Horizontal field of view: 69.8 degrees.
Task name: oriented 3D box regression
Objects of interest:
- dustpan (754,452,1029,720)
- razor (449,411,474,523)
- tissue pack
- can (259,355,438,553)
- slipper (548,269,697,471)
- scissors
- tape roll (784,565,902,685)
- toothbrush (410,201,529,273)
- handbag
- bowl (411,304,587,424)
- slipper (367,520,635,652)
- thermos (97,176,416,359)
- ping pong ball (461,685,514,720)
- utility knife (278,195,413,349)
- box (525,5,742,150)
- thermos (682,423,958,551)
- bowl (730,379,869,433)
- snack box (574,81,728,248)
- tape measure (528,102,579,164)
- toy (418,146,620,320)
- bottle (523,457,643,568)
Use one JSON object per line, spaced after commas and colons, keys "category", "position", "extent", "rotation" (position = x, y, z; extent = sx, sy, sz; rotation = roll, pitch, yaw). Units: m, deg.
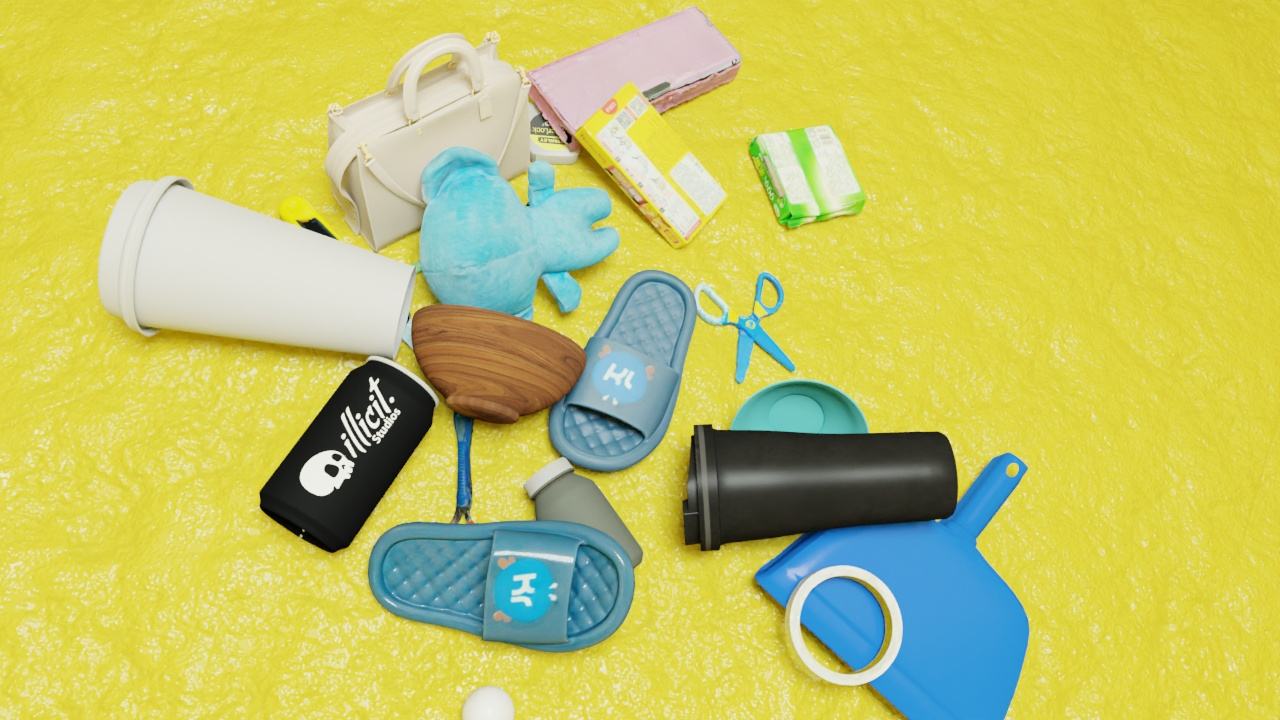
{"category": "dustpan", "position": [0.269, 0.180, 0.810], "extent": [0.245, 0.060, 0.257], "rotation": [41, 76, 7]}
{"category": "razor", "position": [-0.149, 0.103, 0.778], "extent": [0.044, 0.018, 0.140], "rotation": [-7, 65, 10]}
{"category": "tissue pack", "position": [0.173, -0.195, 0.959], "extent": [0.099, 0.034, 0.114], "rotation": [-12, 70, -19]}
{"category": "can", "position": [-0.232, 0.074, 0.739], "extent": [0.080, 0.080, 0.145], "rotation": [30, 65, 2]}
{"category": "slipper", "position": [-0.005, 0.005, 0.827], "extent": [0.104, 0.059, 0.213], "rotation": [27, 64, -2]}
{"category": "scissors", "position": [0.099, -0.037, 0.889], "extent": [0.125, 0.016, 0.125], "rotation": [13, 65, -2]}
{"category": "tape roll", "position": [0.166, 0.216, 0.751], "extent": [0.094, 0.019, 0.094], "rotation": [1, 74, -5]}
{"category": "toothbrush", "position": [-0.160, -0.117, 0.869], "extent": [0.187, 0.017, 0.014], "rotation": [-32, 79, -20]}
{"category": "handbag", "position": [-0.183, -0.207, 0.801], "extent": [0.194, 0.198, 0.101], "rotation": [-33, 78, -22]}
{"category": "bowl", "position": [-0.123, 0.013, 0.755], "extent": [0.147, 0.147, 0.068], "rotation": [14, 74, -6]}
{"category": "slipper", "position": [-0.111, 0.176, 0.709], "extent": [0.214, 0.059, 0.104], "rotation": [3, 96, 7]}
{"category": "thermos", "position": [-0.306, -0.065, 0.758], "extent": [0.221, 0.132, 0.131], "rotation": [13, 66, -10]}
{"category": "ping pong ball", "position": [-0.117, 0.271, 0.703], "extent": [0.040, 0.040, 0.040], "rotation": [4, 67, -10]}
{"category": "utility knife", "position": [-0.256, -0.076, 0.832], "extent": [0.198, 0.020, 0.028], "rotation": [45, 71, 6]}
{"category": "box", "position": [-0.003, -0.298, 0.950], "extent": [0.232, 0.041, 0.098], "rotation": [-30, 79, -26]}
{"category": "thermos", "position": [0.144, 0.101, 0.765], "extent": [0.218, 0.106, 0.105], "rotation": [-3, 68, 3]}
{"category": "bowl", "position": [0.141, 0.062, 0.825], "extent": [0.121, 0.121, 0.046], "rotation": [20, 25, -3]}
{"category": "snack box", "position": [0.012, -0.190, 0.898], "extent": [0.152, 0.025, 0.075], "rotation": [47, 67, -15]}
{"category": "tape measure", "position": [-0.091, -0.230, 0.929], "extent": [0.064, 0.017, 0.065], "rotation": [3, 67, -10]}
{"category": "toy", "position": [-0.112, -0.109, 0.825], "extent": [0.180, 0.115, 0.183], "rotation": [-19, 108, -18]}
{"category": "bottle", "position": [-0.049, 0.136, 0.762], "extent": [0.060, 0.060, 0.108], "rotation": [-32, 77, -22]}
